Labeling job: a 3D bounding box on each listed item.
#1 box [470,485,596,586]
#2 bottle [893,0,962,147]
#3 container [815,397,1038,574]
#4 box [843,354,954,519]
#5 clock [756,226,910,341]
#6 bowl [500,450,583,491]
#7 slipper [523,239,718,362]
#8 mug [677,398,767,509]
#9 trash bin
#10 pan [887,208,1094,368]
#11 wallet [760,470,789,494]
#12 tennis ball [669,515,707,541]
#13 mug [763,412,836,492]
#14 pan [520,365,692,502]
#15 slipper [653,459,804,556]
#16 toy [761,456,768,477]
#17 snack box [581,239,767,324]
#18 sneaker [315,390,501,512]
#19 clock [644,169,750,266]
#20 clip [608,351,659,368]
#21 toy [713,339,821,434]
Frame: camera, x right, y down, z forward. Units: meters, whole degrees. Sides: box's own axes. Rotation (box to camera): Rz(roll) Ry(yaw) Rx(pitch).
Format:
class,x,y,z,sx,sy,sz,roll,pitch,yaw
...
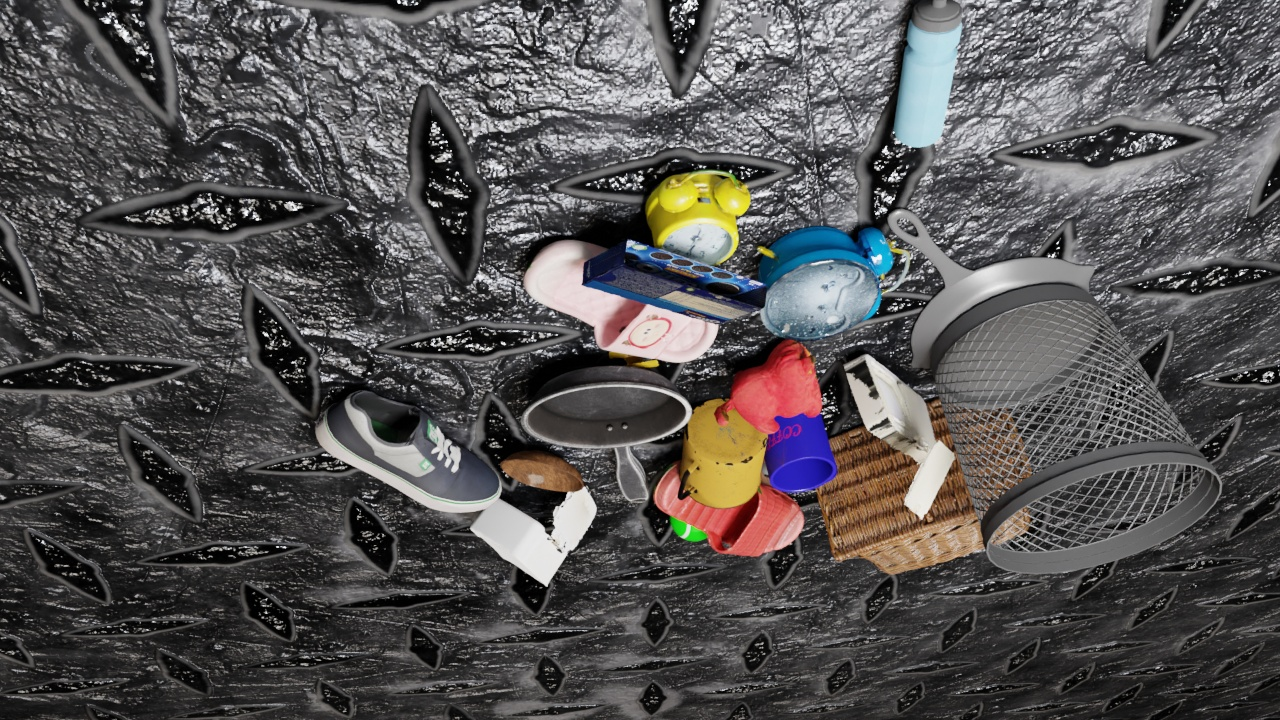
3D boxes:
class,x,y,z,sx,sy,sz,roll,pitch,yaw
box,-0.128,0.210,1.211,0.121,0.136,0.109,22,159,34
bottle,0.229,-0.231,0.729,0.040,0.040,0.130,-9,142,1
container,0.370,0.169,1.172,0.250,0.162,0.183,-23,144,19
box,0.313,0.083,1.024,0.070,0.186,0.143,-32,143,27
clock,0.188,-0.077,0.904,0.161,0.060,0.117,-4,141,-7
bowl,-0.118,0.131,1.126,0.102,0.026,0.114,6,156,14
slipper,-0.013,-0.053,0.900,0.221,0.055,0.107,24,130,-33
mug,0.090,0.115,1.084,0.123,0.100,0.094,-36,149,-27
trash bin,0.429,0.068,0.952,0.217,0.227,0.218,-5,142,-4
pan,0.359,-0.064,0.979,0.217,0.024,0.354,-33,135,28
wallet,0.164,0.169,1.247,0.121,0.013,0.087,-18,141,9
tennis ball,0.072,0.212,1.242,0.065,0.065,0.065,-5,142,-4
mug,0.199,0.110,1.121,0.111,0.083,0.079,26,130,-36
pan,-0.026,0.095,1.091,0.187,0.055,0.357,-7,155,5
slipper,0.125,0.201,1.189,0.248,0.059,0.103,24,99,-33
toy,0.169,0.136,1.185,0.111,0.030,0.049,18,147,-17
snack box,0.030,-0.068,0.829,0.150,0.027,0.082,15,165,-29
sneaker,-0.241,0.103,1.037,0.079,0.084,0.235,-35,131,30
clock,0.049,-0.130,0.810,0.083,0.057,0.119,1,147,-11
clip,-0.005,0.007,1.000,0.054,0.044,0.049,-11,117,2
toy,0.134,0.023,1.000,0.132,0.088,0.094,-22,145,-16
